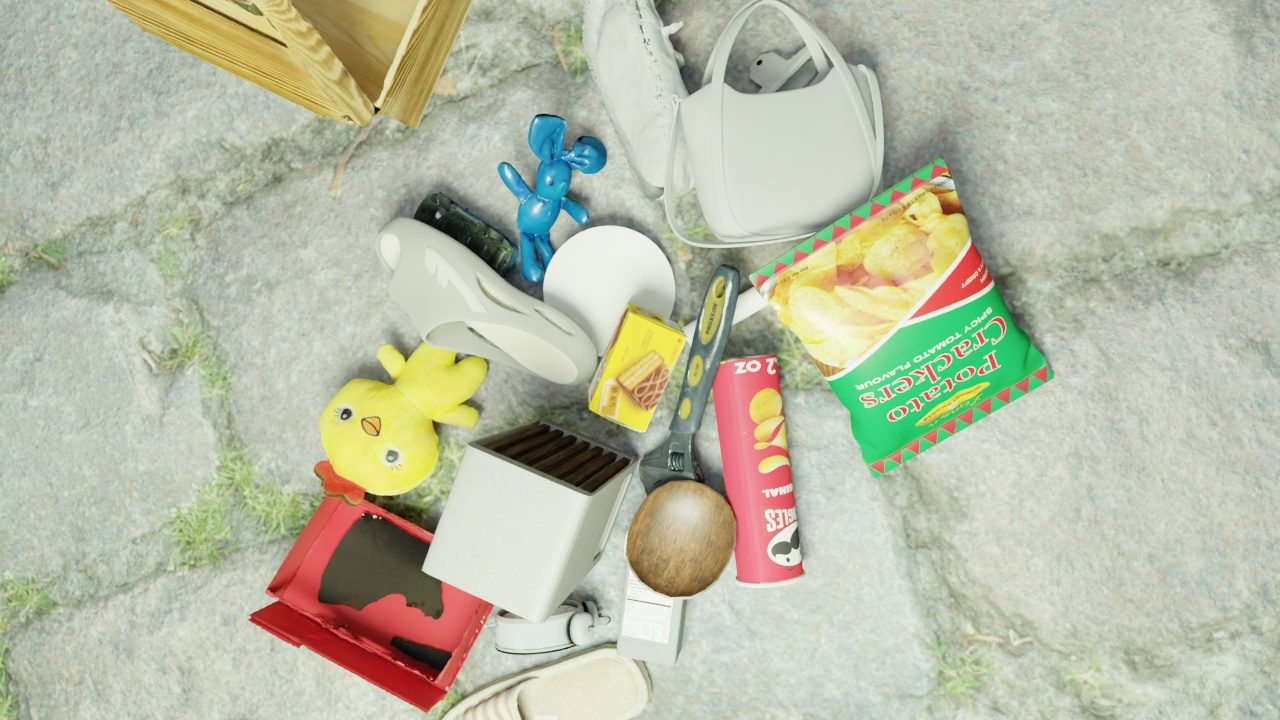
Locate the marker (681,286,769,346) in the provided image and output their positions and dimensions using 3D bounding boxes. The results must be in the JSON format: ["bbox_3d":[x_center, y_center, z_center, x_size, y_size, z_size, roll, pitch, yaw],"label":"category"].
[{"bbox_3d":[0.104,-0.055,0.922,0.133,0.027,0.023,-30,83,10],"label":"marker"}]

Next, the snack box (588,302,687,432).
[{"bbox_3d":[-0.005,0.005,0.910,0.061,0.083,0.106,23,99,-7],"label":"snack box"}]

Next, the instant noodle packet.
[{"bbox_3d":[0.247,-0.030,0.855,0.196,0.090,0.253,-32,110,10],"label":"instant noodle packet"}]

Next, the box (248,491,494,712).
[{"bbox_3d":[-0.266,0.227,0.914,0.214,0.153,0.164,24,64,10],"label":"box"}]

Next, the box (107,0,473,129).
[{"bbox_3d":[-0.354,-0.374,0.846,0.279,0.334,0.286,26,98,7],"label":"box"}]

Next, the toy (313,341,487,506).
[{"bbox_3d":[-0.251,0.060,0.967,0.134,0.092,0.207,41,87,9],"label":"toy"}]

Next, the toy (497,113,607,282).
[{"bbox_3d":[-0.086,-0.166,0.934,0.071,0.112,0.177,39,125,42],"label":"toy"}]

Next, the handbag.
[{"bbox_3d":[0.121,-0.224,0.851,0.215,0.095,0.222,-12,98,-9],"label":"handbag"}]

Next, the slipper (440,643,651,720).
[{"bbox_3d":[-0.111,0.386,0.968,0.263,0.052,0.115,-29,86,10],"label":"slipper"}]

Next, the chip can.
[{"bbox_3d":[0.115,0.106,0.906,0.069,0.069,0.220,-7,91,11],"label":"chip can"}]

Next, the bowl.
[{"bbox_3d":[0.040,0.175,0.896,0.102,0.026,0.114,25,79,14],"label":"bowl"}]

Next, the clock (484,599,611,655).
[{"bbox_3d":[-0.091,0.270,0.940,0.123,0.094,0.035,-6,88,5],"label":"clock"}]

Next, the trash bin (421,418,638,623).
[{"bbox_3d":[-0.093,0.139,0.864,0.114,0.228,0.114,22,96,9],"label":"trash bin"}]

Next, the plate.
[{"bbox_3d":[-0.032,-0.071,0.942,0.134,0.011,0.134,-1,102,-3],"label":"plate"}]

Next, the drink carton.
[{"bbox_3d":[0.016,0.239,0.940,0.076,0.048,0.125,7,94,10],"label":"drink carton"}]

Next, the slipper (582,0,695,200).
[{"bbox_3d":[0.007,-0.281,0.910,0.112,0.074,0.246,-22,86,41],"label":"slipper"}]

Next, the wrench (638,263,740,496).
[{"bbox_3d":[0.051,0.035,0.896,0.073,0.022,0.274,30,119,32],"label":"wrench"}]

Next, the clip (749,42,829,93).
[{"bbox_3d":[0.135,-0.278,0.907,0.102,0.058,0.052,-44,108,8],"label":"clip"}]

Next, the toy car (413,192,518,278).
[{"bbox_3d":[-0.183,-0.128,0.965,0.120,0.043,0.056,33,98,9],"label":"toy car"}]

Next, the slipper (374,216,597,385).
[{"bbox_3d":[-0.172,-0.042,0.928,0.266,0.113,0.080,33,59,2],"label":"slipper"}]
